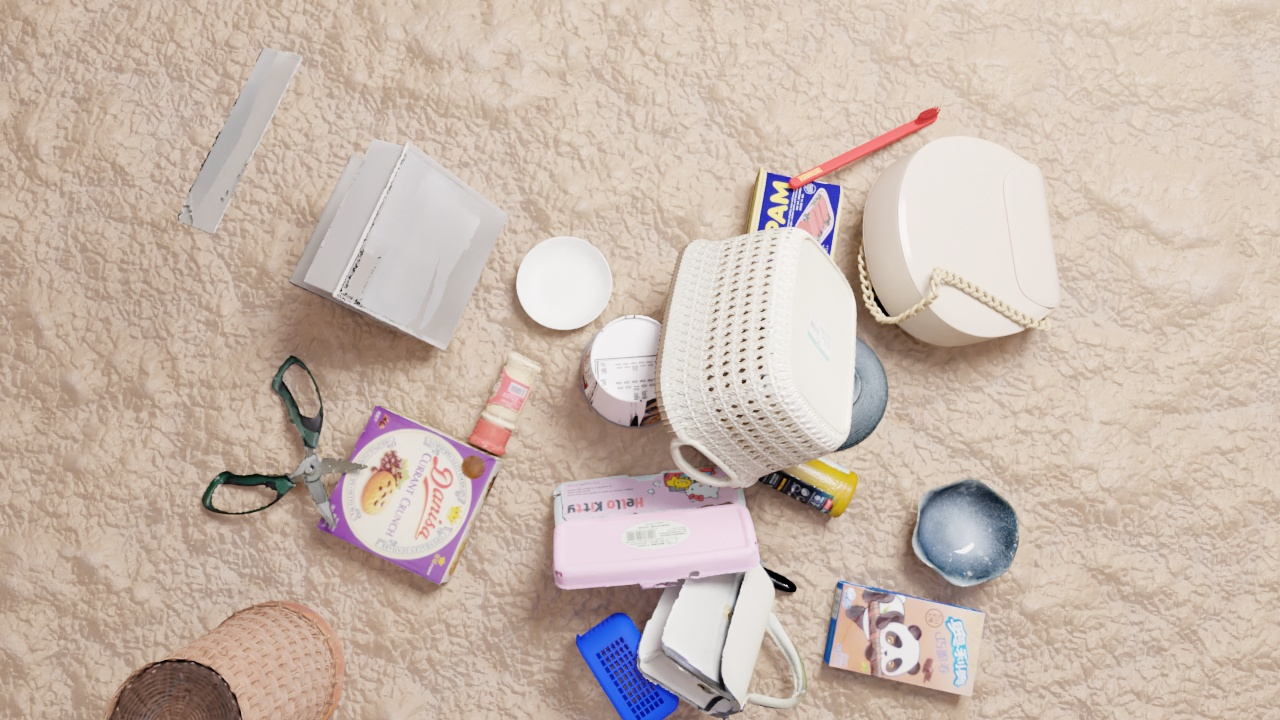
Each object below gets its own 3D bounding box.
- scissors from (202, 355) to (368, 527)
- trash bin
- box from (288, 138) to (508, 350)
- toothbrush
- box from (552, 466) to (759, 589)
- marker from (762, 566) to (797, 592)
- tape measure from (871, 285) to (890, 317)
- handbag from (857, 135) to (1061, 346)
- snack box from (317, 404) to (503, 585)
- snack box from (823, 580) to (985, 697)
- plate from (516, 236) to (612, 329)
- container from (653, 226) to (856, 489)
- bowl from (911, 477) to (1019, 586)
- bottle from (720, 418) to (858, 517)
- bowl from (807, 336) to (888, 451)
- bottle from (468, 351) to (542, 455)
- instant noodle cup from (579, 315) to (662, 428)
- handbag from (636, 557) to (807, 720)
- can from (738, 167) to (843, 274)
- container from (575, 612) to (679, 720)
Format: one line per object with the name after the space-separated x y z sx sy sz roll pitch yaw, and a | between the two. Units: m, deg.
-0.389 0.109 0.979 0.203 0.015 0.201 -31 67 5 | scissors
-0.386 0.318 0.871 0.151 0.210 0.151 0 83 0 | trash bin
-0.313 -0.137 1.058 0.173 0.423 0.167 28 82 -32 | box
0.247 -0.234 0.998 0.212 0.018 0.012 -28 70 -19 | toothbrush
0.011 0.161 0.927 0.201 0.038 0.152 -6 39 -2 | box
0.102 0.215 0.974 0.138 0.022 0.016 24 88 2 | marker
0.282 -0.074 1.000 0.061 0.034 0.061 31 78 -9 | tape measure
0.339 -0.124 0.952 0.208 0.103 0.210 -3 83 -22 | handbag
-0.242 0.141 0.976 0.148 0.040 0.143 24 84 3 | snack box
0.274 0.289 0.957 0.151 0.034 0.087 12 83 2 | snack box
-0.083 -0.083 1.009 0.104 0.026 0.104 0 82 1 | plate
0.116 -0.010 0.886 0.143 0.184 0.245 -16 49 36 | container
0.333 0.178 0.959 0.110 0.055 0.110 0 83 1 | bowl
0.135 0.103 0.971 0.186 0.053 0.053 26 84 4 | bottle
0.202 0.028 0.977 0.137 0.057 0.137 0 83 1 | bowl
-0.145 0.046 0.986 0.044 0.044 0.109 23 84 3 | bottle
-0.006 0.006 0.949 0.123 0.122 0.123 0 83 0 | instant noodle cup
0.101 0.277 0.908 0.176 0.074 0.150 37 46 -6 | handbag
0.164 -0.143 0.999 0.092 0.056 0.116 11 83 0 | can
-0.011 0.313 0.928 0.058 0.096 0.114 -33 84 -9 | container
